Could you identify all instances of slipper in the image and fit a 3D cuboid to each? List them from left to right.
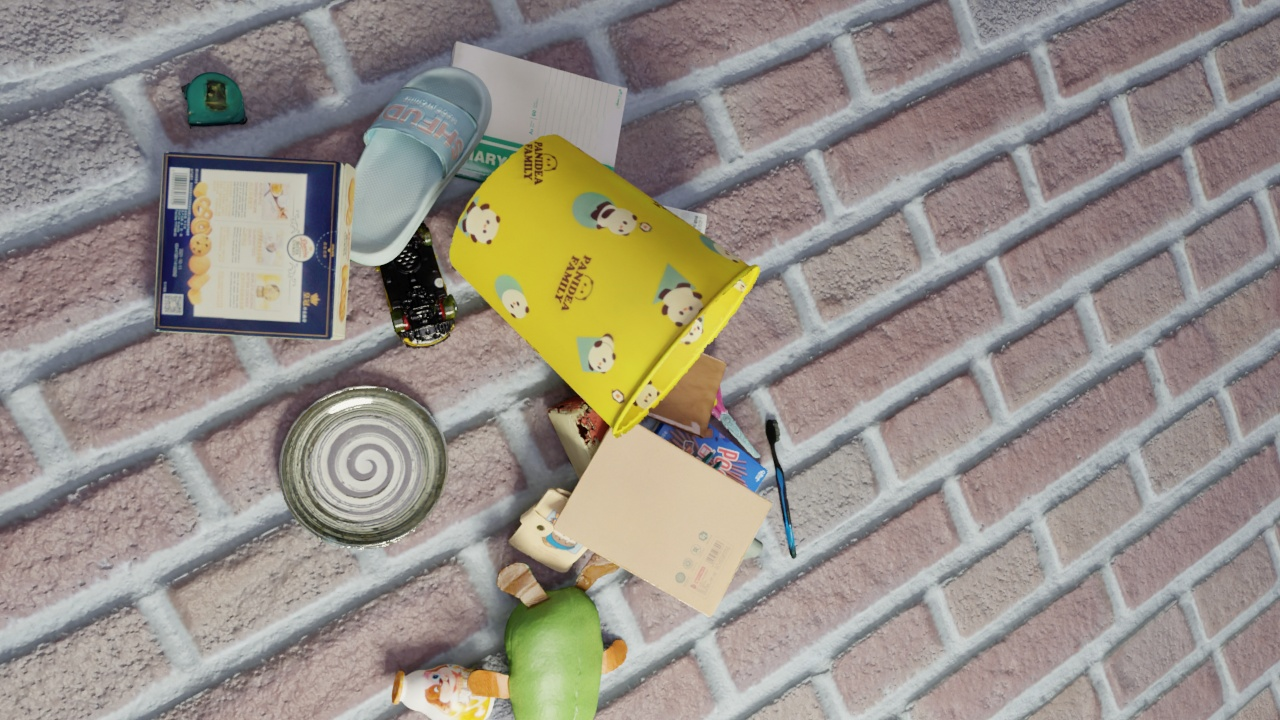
[{"bbox_3d":[-0.250,-0.215,0.974,0.104,0.074,0.245,27,77,1],"label":"slipper"}]

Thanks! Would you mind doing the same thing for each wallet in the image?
[{"bbox_3d":[-0.094,0.192,1.047,0.087,0.115,0.024,28,38,-15],"label":"wallet"},{"bbox_3d":[0.041,0.028,1.111,0.115,0.020,0.101,23,72,-14],"label":"wallet"}]

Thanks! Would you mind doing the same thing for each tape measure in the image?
[{"bbox_3d":[-0.438,-0.267,0.943,0.058,0.025,0.054,-9,95,-21],"label":"tape measure"}]

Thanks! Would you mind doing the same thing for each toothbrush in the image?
[{"bbox_3d":[0.186,0.168,1.195,0.016,0.014,0.189,-17,99,-44],"label":"toothbrush"}]

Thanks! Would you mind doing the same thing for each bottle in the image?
[{"bbox_3d":[-0.219,0.370,1.020,0.108,0.063,0.063,15,86,-20],"label":"bottle"}]

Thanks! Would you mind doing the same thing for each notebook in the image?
[{"bbox_3d":[-0.125,-0.270,1.069,0.209,0.012,0.150,9,89,-21],"label":"notebook"},{"bbox_3d":[0.027,0.172,1.021,0.207,0.008,0.147,31,82,-8],"label":"notebook"}]

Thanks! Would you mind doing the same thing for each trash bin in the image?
[{"bbox_3d":[-0.045,-0.086,0.965,0.255,0.230,0.229,40,76,9],"label":"trash bin"}]

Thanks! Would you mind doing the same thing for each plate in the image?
[{"bbox_3d":[-0.302,0.117,1.005,0.179,0.024,0.179,0,90,-21],"label":"plate"}]

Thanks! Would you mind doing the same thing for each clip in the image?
[{"bbox_3d":[0.076,0.139,1.122,0.043,0.014,0.056,45,77,-15],"label":"clip"}]

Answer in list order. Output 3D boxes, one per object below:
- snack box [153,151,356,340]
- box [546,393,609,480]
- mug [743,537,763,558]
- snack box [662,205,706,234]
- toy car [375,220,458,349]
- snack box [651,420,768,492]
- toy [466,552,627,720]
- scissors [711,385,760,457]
[{"bbox_3d":[-0.387,-0.113,0.924,0.182,0.046,0.178,4,90,0],"label":"snack box"},{"bbox_3d":[-0.045,0.121,1.063,0.076,0.091,0.168,-28,101,-24],"label":"box"},{"bbox_3d":[0.071,0.205,1.096,0.103,0.124,0.083,37,58,-15],"label":"mug"},{"bbox_3d":[0.000,-0.148,1.106,0.156,0.027,0.085,8,94,-22],"label":"snack box"},{"bbox_3d":[-0.250,-0.091,1.006,0.071,0.041,0.156,-17,83,-16],"label":"toy car"},{"bbox_3d":[0.079,0.128,1.146,0.157,0.026,0.084,38,78,-17],"label":"snack box"},{"bbox_3d":[-0.098,0.341,1.048,0.226,0.090,0.246,2,92,-37],"label":"toy"},{"bbox_3d":[0.106,0.071,1.151,0.133,0.017,0.057,48,65,-3],"label":"scissors"}]
